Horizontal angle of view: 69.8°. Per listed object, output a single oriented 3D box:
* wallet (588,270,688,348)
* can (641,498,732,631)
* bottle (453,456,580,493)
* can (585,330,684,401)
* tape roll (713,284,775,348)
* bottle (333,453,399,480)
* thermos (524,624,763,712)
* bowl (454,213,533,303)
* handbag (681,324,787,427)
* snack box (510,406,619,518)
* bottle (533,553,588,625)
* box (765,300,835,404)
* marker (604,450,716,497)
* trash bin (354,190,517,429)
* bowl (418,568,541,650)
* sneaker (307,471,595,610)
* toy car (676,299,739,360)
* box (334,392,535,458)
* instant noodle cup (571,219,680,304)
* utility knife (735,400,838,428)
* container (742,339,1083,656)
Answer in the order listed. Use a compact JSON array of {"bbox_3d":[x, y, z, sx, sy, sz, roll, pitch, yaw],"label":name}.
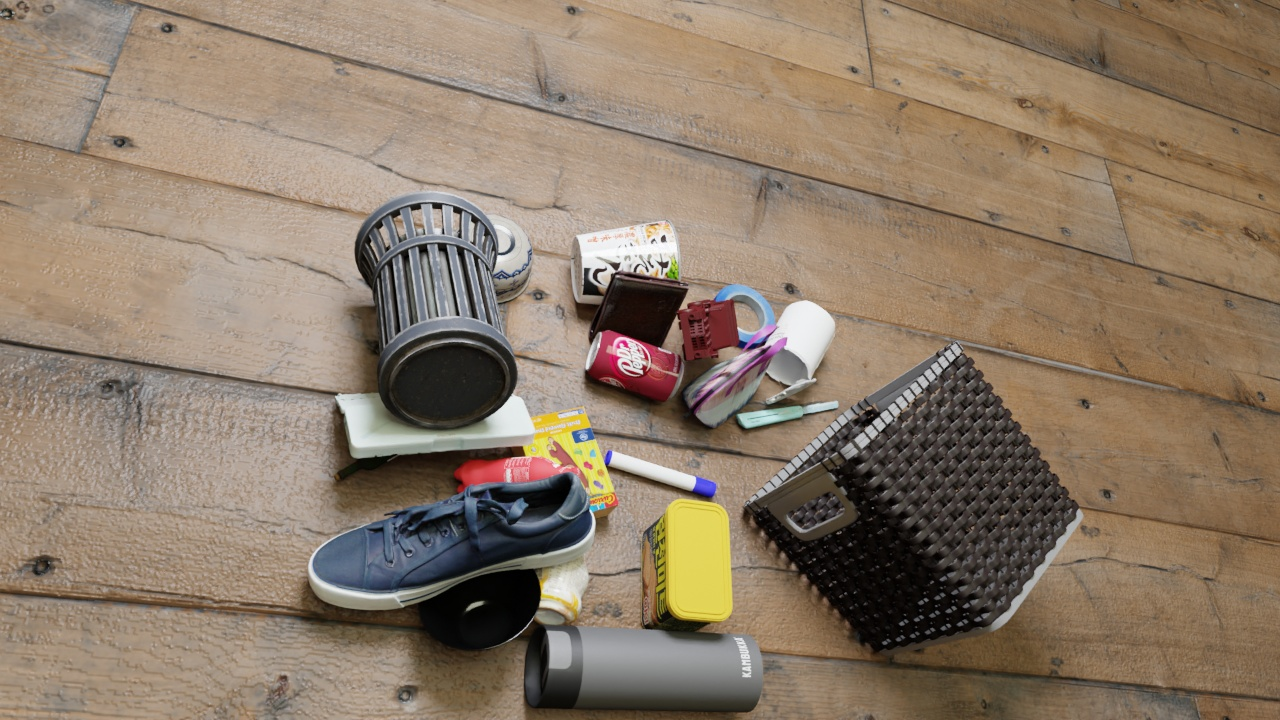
[{"bbox_3d":[-0.003,-0.061,1.160,0.099,0.120,0.031,8,47,-18],"label":"wallet"},{"bbox_3d":[0.047,0.236,1.030,0.072,0.101,0.130,10,60,-17],"label":"can"},{"bbox_3d":[-0.135,0.128,1.011,0.142,0.042,0.041,-5,59,14],"label":"bottle"},{"bbox_3d":[-0.007,0.007,1.155,0.114,0.063,0.063,19,58,-12],"label":"can"},{"bbox_3d":[0.143,-0.062,1.281,0.091,0.016,0.092,13,59,-16],"label":"tape roll"},{"bbox_3d":[-0.289,0.103,1.011,0.105,0.025,0.025,-31,78,-32],"label":"bottle"},{"bbox_3d":[0.004,0.328,0.974,0.240,0.082,0.082,8,61,-18],"label":"thermos"},{"bbox_3d":[-0.188,-0.136,1.160,0.115,0.059,0.115,10,60,-17],"label":"bowl"},{"bbox_3d":[0.127,0.011,1.143,0.144,0.170,0.068,-33,79,-33],"label":"handbag"},{"bbox_3d":[-0.091,0.126,1.069,0.088,0.040,0.125,-11,68,-27],"label":"snack box"},{"bbox_3d":[-0.087,0.233,1.002,0.063,0.063,0.108,23,45,-9],"label":"bottle"},{"bbox_3d":[0.207,-0.002,1.239,0.092,0.081,0.160,49,54,-17],"label":"box"},{"bbox_3d":[0.025,0.138,1.124,0.141,0.020,0.020,19,58,-12],"label":"marker"},{"bbox_3d":[-0.219,-0.051,0.995,0.164,0.165,0.227,2,42,-22],"label":"trash bin"},{"bbox_3d":[-0.163,0.260,0.950,0.124,0.053,0.123,0,40,-1],"label":"bowl"},{"bbox_3d":[-0.190,0.166,0.924,0.294,0.127,0.120,-12,41,-11],"label":"sneaker"},{"bbox_3d":[0.088,-0.042,1.157,0.062,0.169,0.070,-8,97,11],"label":"toy car"},{"bbox_3d":[-0.227,0.057,1.012,0.196,0.043,0.136,-1,27,-25],"label":"box"},{"bbox_3d":[-0.023,-0.120,1.192,0.121,0.124,0.123,-3,64,-14],"label":"instant noodle cup"},{"bbox_3d":[0.201,0.071,1.238,0.168,0.016,0.022,-7,65,-29],"label":"utility knife"},{"bbox_3d":[0.325,0.172,1.096,0.244,0.248,0.243,-36,84,-33],"label":"container"}]
